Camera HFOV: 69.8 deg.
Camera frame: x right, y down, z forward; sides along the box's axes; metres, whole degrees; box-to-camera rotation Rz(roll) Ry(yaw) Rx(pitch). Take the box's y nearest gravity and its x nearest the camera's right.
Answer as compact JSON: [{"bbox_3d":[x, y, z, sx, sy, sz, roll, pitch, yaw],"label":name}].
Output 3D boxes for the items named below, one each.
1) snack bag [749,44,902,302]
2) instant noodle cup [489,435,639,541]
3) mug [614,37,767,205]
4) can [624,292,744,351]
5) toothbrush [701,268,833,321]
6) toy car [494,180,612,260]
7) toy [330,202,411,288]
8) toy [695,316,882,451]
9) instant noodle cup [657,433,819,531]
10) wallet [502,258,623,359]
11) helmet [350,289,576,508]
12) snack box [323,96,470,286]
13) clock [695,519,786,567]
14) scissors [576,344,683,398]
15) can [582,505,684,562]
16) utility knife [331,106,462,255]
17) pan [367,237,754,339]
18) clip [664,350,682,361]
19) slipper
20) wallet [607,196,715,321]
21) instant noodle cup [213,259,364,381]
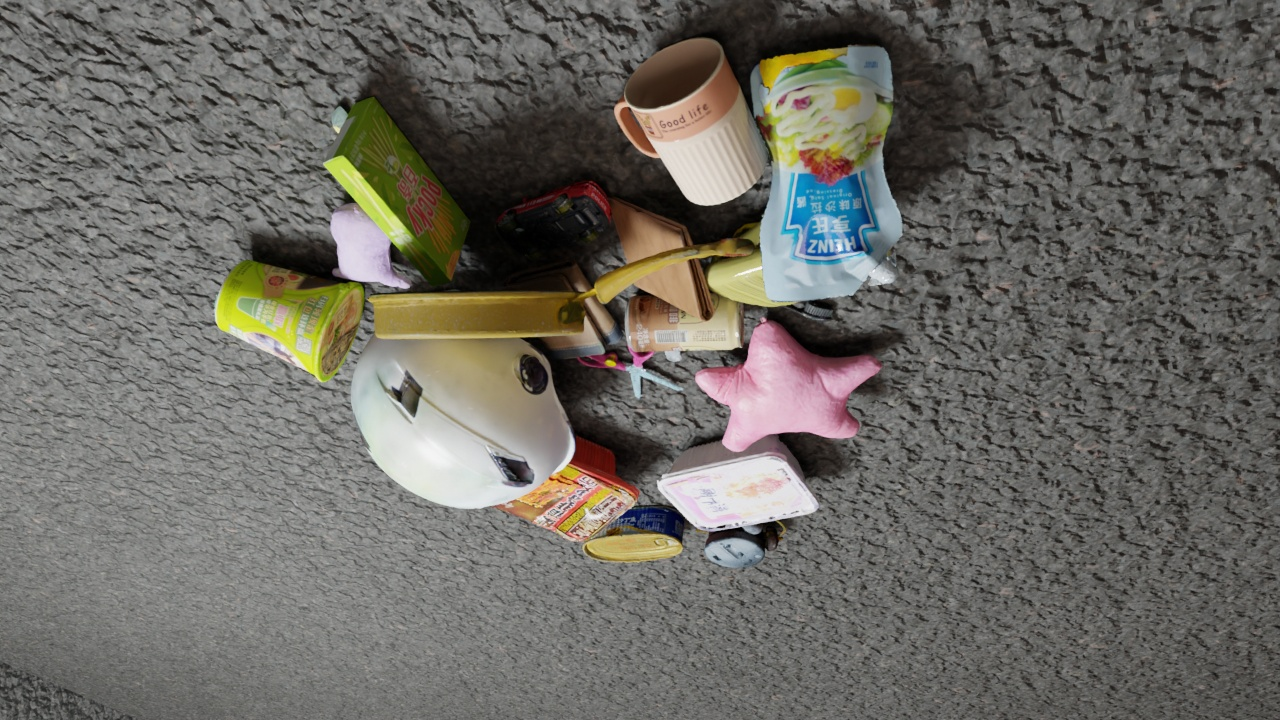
[{"bbox_3d":[0.145,-0.143,0.719,0.110,0.038,0.191,-5,99,3],"label":"snack bag"},{"bbox_3d":[-0.111,0.152,1.183,0.188,0.078,0.165,25,138,-20],"label":"instant noodle cup"},{"bbox_3d":[0.035,-0.190,0.744,0.115,0.081,0.106,6,147,37],"label":"mug"},{"bbox_3d":[0.046,-0.039,0.936,0.116,0.058,0.058,-2,140,12],"label":"can"},{"bbox_3d":[0.108,-0.074,0.918,0.189,0.014,0.018,18,130,-11],"label":"toothbrush"},{"bbox_3d":[-0.081,-0.132,0.857,0.121,0.045,0.053,-12,135,32],"label":"toy car"},{"bbox_3d":[-0.274,-0.113,0.919,0.084,0.038,0.108,10,140,-2],"label":"toy"},{"bbox_3d":[0.161,0.025,0.984,0.195,0.074,0.179,-9,128,16],"label":"toy"},{"bbox_3d":[0.124,0.148,1.149,0.174,0.060,0.138,-15,135,28],"label":"instant noodle cup"},{"bbox_3d":[-0.081,-0.052,0.967,0.090,0.033,0.115,-10,134,23],"label":"wallet"},{"bbox_3d":[-0.207,0.068,0.995,0.258,0.145,0.230,49,132,-10],"label":"helmet"},{"bbox_3d":[-0.214,-0.149,0.828,0.026,0.085,0.156,-12,136,24],"label":"snack box"},{"bbox_3d":[0.142,0.242,1.264,0.122,0.055,0.082,-21,132,30],"label":"clock"},{"bbox_3d":[-0.005,0.005,1.031,0.133,0.017,0.131,23,145,-18],"label":"scissors"},{"bbox_3d":[-0.009,0.247,1.303,0.148,0.049,0.075,-10,138,21],"label":"can"},{"bbox_3d":[-0.229,-0.165,0.870,0.031,0.020,0.188,1,148,36],"label":"utility knife"},{"bbox_3d":[-0.073,-0.061,0.816,0.358,0.078,0.197,0,-176,21],"label":"pan"},{"bbox_3d":[0.034,-0.016,0.998,0.027,0.045,0.058,0,150,6],"label":"clip"},{"bbox_3d":[0.140,-0.103,0.827,0.091,0.081,0.191,21,157,-35],"label":"slipper"},{"bbox_3d":[0.018,-0.096,0.861,0.101,0.020,0.115,31,154,38],"label":"wallet"},{"bbox_3d":[-0.374,-0.050,0.971,0.123,0.111,0.112,20,140,-2],"label":"instant noodle cup"}]
